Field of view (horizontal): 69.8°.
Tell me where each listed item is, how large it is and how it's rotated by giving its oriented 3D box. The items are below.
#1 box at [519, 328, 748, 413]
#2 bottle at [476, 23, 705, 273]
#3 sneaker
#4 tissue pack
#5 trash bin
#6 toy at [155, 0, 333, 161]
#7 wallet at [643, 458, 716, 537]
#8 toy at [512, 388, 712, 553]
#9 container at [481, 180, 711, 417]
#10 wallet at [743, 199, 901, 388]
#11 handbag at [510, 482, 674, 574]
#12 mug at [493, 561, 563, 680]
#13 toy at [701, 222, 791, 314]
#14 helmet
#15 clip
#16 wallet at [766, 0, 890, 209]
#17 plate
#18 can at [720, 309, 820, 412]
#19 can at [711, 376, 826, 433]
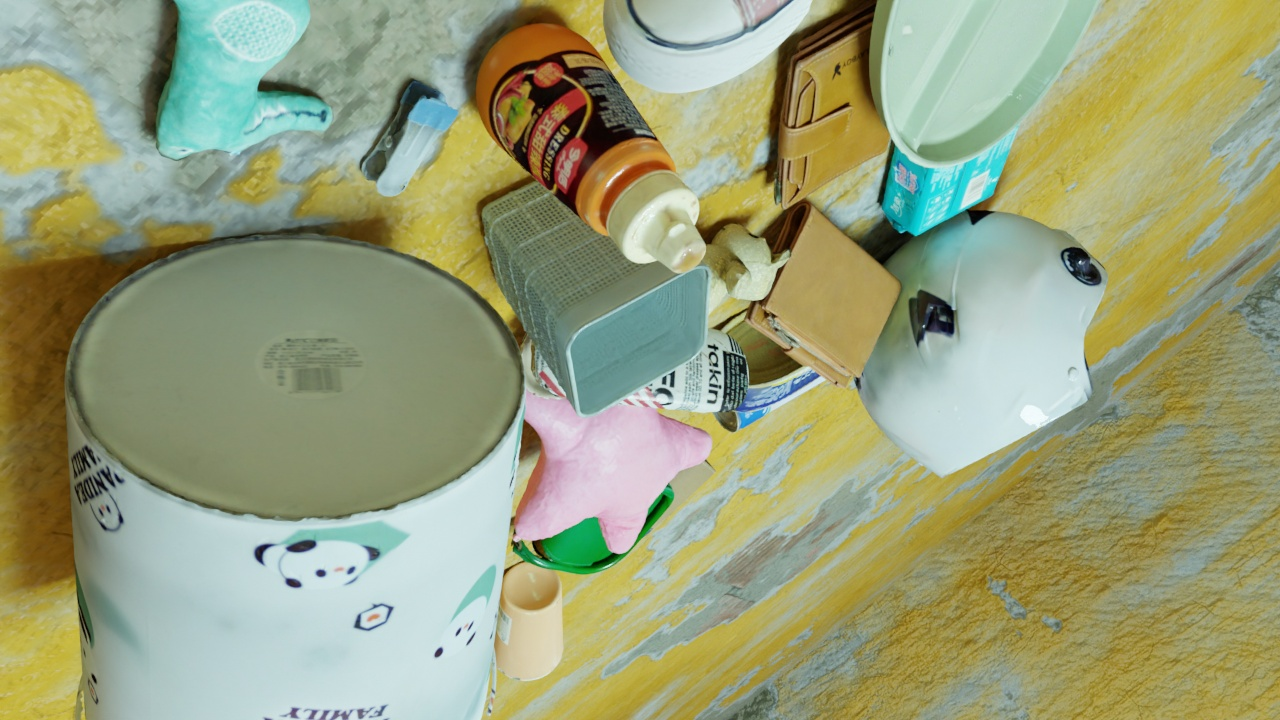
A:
[{"bbox_3d":[-0.007,0.002,0.647,0.163,0.075,0.082,4,166,-23],"label":"box"},{"bbox_3d":[-0.019,-0.094,0.423,0.066,0.149,0.067,-28,150,-18],"label":"bottle"},{"bbox_3d":[0.073,-0.222,0.390,0.241,0.118,0.088,-45,170,0],"label":"sneaker"},{"bbox_3d":[0.247,-0.168,0.730,0.093,0.050,0.134,-29,150,-14],"label":"tissue pack"},{"bbox_3d":[-0.169,0.090,0.465,0.229,0.229,0.253,-16,139,-36],"label":"trash bin"},{"bbox_3d":[-0.158,-0.115,0.362,0.096,0.030,0.092,-13,149,-51],"label":"toy"},{"bbox_3d":[0.021,0.137,0.943,0.115,0.033,0.090,-41,155,3],"label":"wallet"},{"bbox_3d":[-0.037,0.070,0.705,0.178,0.075,0.194,-45,129,-12],"label":"toy"},{"bbox_3d":[-0.029,-0.046,0.524,0.090,0.111,0.090,-29,152,-16],"label":"container"},{"bbox_3d":[0.147,-0.048,0.729,0.131,0.031,0.107,30,82,-35],"label":"wallet"},{"bbox_3d":[-0.043,0.129,0.826,0.120,0.068,0.132,12,126,-46],"label":"handbag"},{"bbox_3d":[-0.114,0.260,0.928,0.078,0.078,0.123,-22,143,-28],"label":"mug"},{"bbox_3d":[0.031,-0.059,0.639,0.157,0.066,0.105,-11,175,-34],"label":"toy"},{"bbox_3d":[0.273,-0.036,0.820,0.230,0.146,0.258,-43,-156,56],"label":"helmet"},{"bbox_3d":[-0.112,-0.105,0.441,0.026,0.038,0.058,5,129,-55],"label":"clip"},{"bbox_3d":[0.129,-0.170,0.614,0.119,0.035,0.131,-36,152,-17],"label":"wallet"},{"bbox_3d":[0.228,-0.235,0.586,0.229,0.027,0.231,-26,138,-26],"label":"plate"},{"bbox_3d":[0.123,-0.012,0.793,0.148,0.074,0.049,-30,154,-19],"label":"can"},{"bbox_3d":[0.129,0.014,0.859,0.134,0.053,0.053,-28,150,-19],"label":"can"}]
